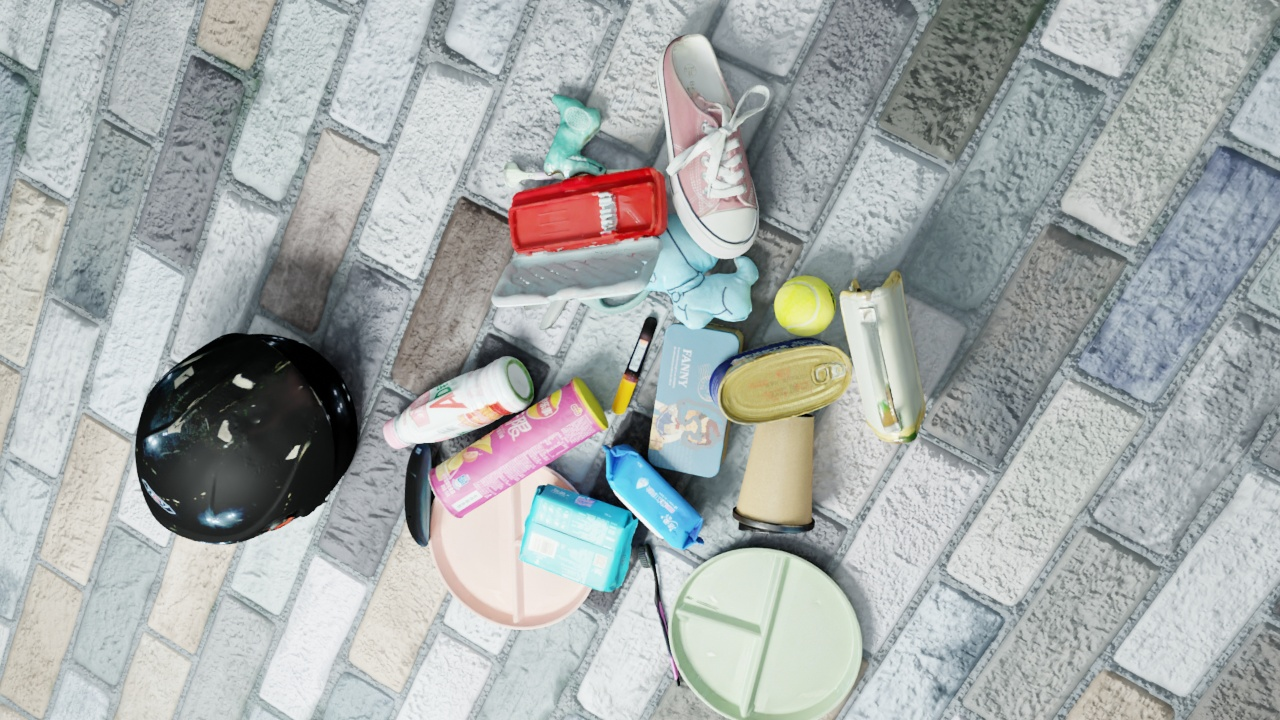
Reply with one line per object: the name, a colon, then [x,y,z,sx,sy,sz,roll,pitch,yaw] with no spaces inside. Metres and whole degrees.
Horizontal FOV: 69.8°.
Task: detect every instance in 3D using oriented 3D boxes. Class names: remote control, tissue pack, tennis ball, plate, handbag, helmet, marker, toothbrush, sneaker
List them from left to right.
helmet: [-0.480,0.090,1.107,0.233,0.231,0.274,44,69,3]
remote control: [-0.283,0.169,1.162,0.053,0.024,0.136,9,97,52]
plate: [-0.158,0.226,1.153,0.230,0.028,0.229,3,102,14]
tissue pack: [-0.073,0.209,1.086,0.133,0.050,0.093,19,103,10]
toothbrush: [-0.066,-0.213,1.050,0.190,0.020,0.029,3,108,13]
marker: [-0.006,0.006,1.079,0.018,0.015,0.124,22,103,8]
tissue pack: [0.010,0.156,1.058,0.157,0.095,0.052,45,85,3]
toothbrush: [0.024,0.315,1.131,0.018,0.014,0.189,-9,99,26]
sneaker: [0.076,-0.227,0.962,0.118,0.088,0.241,-14,95,-13]
plate: [0.147,0.329,1.094,0.230,0.027,0.230,3,102,14]
tennis ball: [0.178,-0.059,0.991,0.065,0.065,0.065,3,101,14]
handbag: [0.241,0.002,0.928,0.063,0.178,0.163,-11,99,21]

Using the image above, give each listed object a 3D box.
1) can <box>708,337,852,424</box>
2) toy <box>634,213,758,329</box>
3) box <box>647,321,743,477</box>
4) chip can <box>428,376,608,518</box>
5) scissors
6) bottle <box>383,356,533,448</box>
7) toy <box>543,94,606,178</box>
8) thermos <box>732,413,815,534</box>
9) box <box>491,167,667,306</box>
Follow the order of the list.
can: [0.148,0.021,0.980,0.148,0.049,0.075,-15,106,-6]
toy: [0.045,-0.105,1.014,0.161,0.050,0.156,-13,70,-3]
box: [0.065,0.036,1.041,0.090,0.063,0.184,8,104,12]
chip can: [-0.144,0.103,1.080,0.210,0.071,0.071,-32,92,5]
scissors: [-0.075,-0.114,1.071,0.177,0.019,0.172,-18,97,18]
bottle: [-0.227,0.058,1.121,0.197,0.068,0.068,-22,94,22]
toy: [-0.073,-0.244,1.033,0.096,0.030,0.092,26,95,13]
thermos: [0.154,0.128,1.026,0.093,0.093,0.143,7,94,13]
box: [-0.066,-0.129,1.008,0.201,0.063,0.160,-4,69,30]
